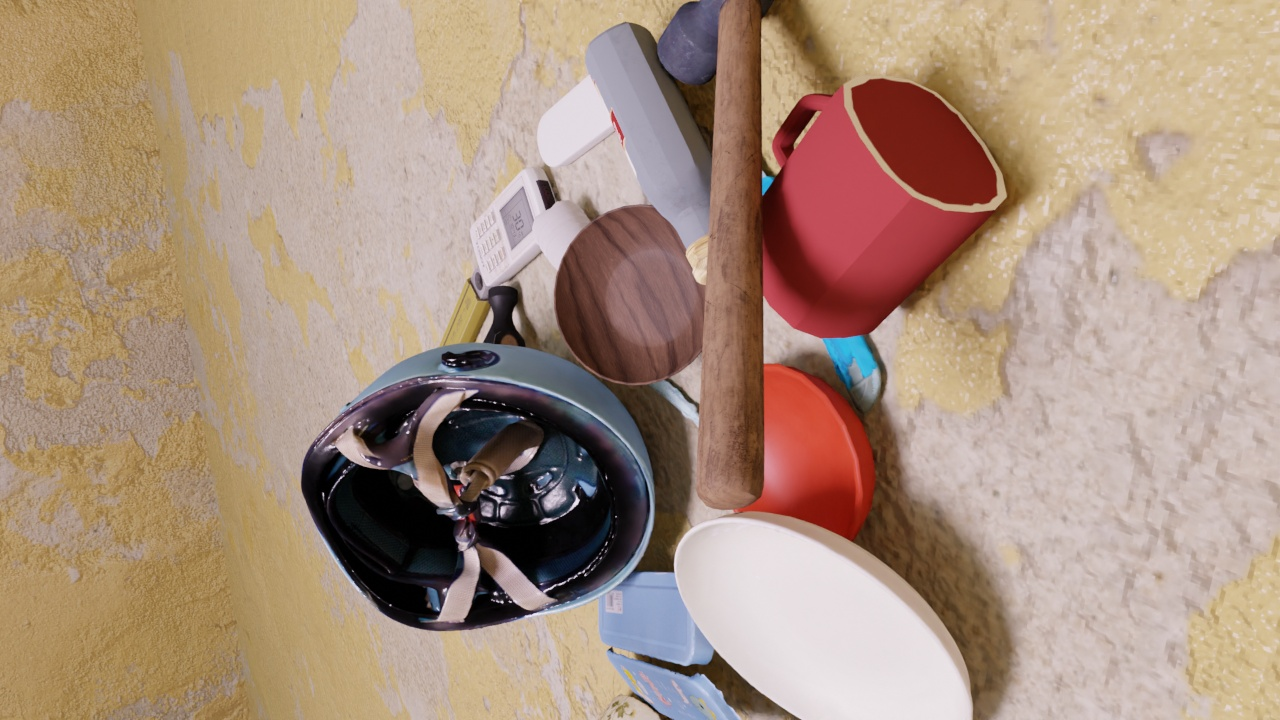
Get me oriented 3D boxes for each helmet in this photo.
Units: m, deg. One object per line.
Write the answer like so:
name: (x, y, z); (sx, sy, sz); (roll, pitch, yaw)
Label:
helmet: (-0.112, 0.081, 0.708); (0.266, 0.166, 0.226); (-7, 118, 15)

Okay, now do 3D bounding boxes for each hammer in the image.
hammer: (0.046, -0.084, 0.441); (0.130, 0.040, 0.321); (-41, 38, 54)
hammer: (-0.199, 0.043, 0.915); (0.306, 0.040, 0.132); (-29, 57, 50)

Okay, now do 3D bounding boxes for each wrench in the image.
wrench: (-0.197, -0.013, 0.960); (0.083, 0.018, 0.274); (61, 143, 22)

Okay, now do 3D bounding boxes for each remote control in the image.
remote control: (-0.109, -0.112, 0.792); (0.139, 0.025, 0.060); (-28, 78, 55)
remote control: (-0.041, -0.181, 0.681); (0.137, 0.013, 0.043); (-17, 86, 56)

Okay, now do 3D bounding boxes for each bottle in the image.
bottle: (0.019, -0.124, 0.564); (0.046, 0.072, 0.161); (-26, 75, 11)
bottle: (-0.034, -0.061, 0.683); (0.136, 0.044, 0.044); (57, 141, 28)

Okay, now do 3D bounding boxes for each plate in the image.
plate: (0.103, 0.149, 0.521); (0.182, 0.034, 0.183); (27, 142, 24)

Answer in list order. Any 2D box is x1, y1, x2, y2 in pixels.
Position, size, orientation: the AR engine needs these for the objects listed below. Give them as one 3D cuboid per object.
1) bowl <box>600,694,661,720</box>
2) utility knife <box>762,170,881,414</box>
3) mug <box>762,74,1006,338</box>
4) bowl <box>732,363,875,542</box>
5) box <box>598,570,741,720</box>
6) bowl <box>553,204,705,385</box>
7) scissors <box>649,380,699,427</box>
bowl: (-0.005, 0.356, 0.751); (0.145, 0.063, 0.145); (34, 135, 42)
utility knife: (0.089, -0.060, 0.532); (0.031, 0.015, 0.198); (-46, 62, 48)
mug: (0.102, -0.085, 0.448); (0.097, 0.080, 0.116); (-55, 50, 48)
bowl: (0.095, 0.058, 0.543); (0.122, 0.035, 0.122); (24, 120, 50)
box: (0.014, 0.217, 0.682); (0.210, 0.039, 0.126); (150, 106, -67)
bowl: (0.002, -0.043, 0.619); (0.119, 0.032, 0.119); (0, 89, 21)
scissors: (-0.002, 0.005, 0.690); (0.174, 0.033, 0.065); (43, 130, 44)
